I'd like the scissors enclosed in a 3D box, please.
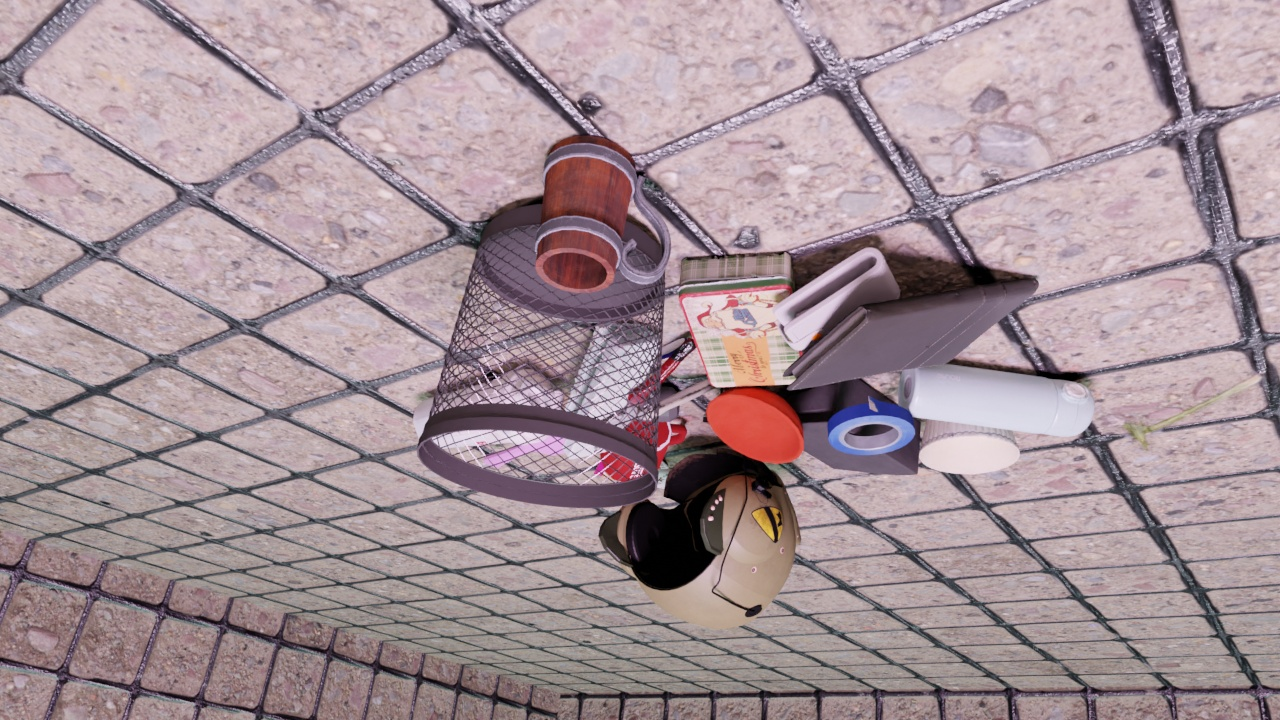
[{"bbox_3d":[0.022,0.043,1.087,0.179,0.015,0.199,-3,137,-36],"label":"scissors"}]

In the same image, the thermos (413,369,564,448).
[{"bbox_3d":[-0.197,0.068,1.194,0.221,0.099,0.099,-11,148,38],"label":"thermos"}]

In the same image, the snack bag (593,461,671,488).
[{"bbox_3d":[0.029,0.183,1.429,0.196,0.016,0.070,12,150,-10],"label":"snack bag"}]

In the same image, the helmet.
[{"bbox_3d":[0.094,0.216,1.203,0.251,0.255,0.232,-19,140,40],"label":"helmet"}]

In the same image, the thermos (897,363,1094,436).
[{"bbox_3d":[0.402,0.044,1.039,0.207,0.065,0.078,8,143,-2],"label":"thermos"}]

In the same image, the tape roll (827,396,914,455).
[{"bbox_3d":[0.259,0.078,1.034,0.091,0.016,0.093,21,142,-25],"label":"tape roll"}]

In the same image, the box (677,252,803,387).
[{"bbox_3d":[0.113,-0.037,0.971,0.118,0.050,0.206,0,152,14],"label":"box"}]

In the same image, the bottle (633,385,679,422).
[{"bbox_3d":[-0.006,0.054,1.164,0.112,0.046,0.047,2,152,8],"label":"bottle"}]

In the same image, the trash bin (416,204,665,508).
[{"bbox_3d":[-0.080,-0.001,0.875,0.218,0.227,0.218,6,156,3],"label":"trash bin"}]

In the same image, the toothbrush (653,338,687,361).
[{"bbox_3d":[-0.007,0.006,1.110,0.016,0.015,0.187,23,148,-37],"label":"toothbrush"}]

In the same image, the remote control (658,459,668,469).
[{"bbox_3d":[0.005,0.131,1.341,0.028,0.011,0.124,-7,149,24],"label":"remote control"}]

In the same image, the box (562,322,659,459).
[{"bbox_3d":[-0.038,0.037,1.078,0.083,0.067,0.199,10,133,-15],"label":"box"}]

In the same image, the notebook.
[{"bbox_3d":[0.262,-0.024,0.907,0.208,0.029,0.170,-6,157,-23],"label":"notebook"}]

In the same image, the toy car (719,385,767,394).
[{"bbox_3d":[0.124,0.042,1.124,0.040,0.037,0.092,13,151,-11],"label":"toy car"}]

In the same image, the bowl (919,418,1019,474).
[{"bbox_3d":[0.401,0.089,1.126,0.115,0.062,0.115,5,152,3],"label":"bowl"}]

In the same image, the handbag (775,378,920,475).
[{"bbox_3d":[0.223,0.093,1.176,0.175,0.072,0.196,30,149,-35],"label":"handbag"}]

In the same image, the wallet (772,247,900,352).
[{"bbox_3d":[0.195,-0.050,0.896,0.118,0.037,0.115,-34,152,13],"label":"wallet"}]

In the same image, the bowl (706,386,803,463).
[{"bbox_3d":[0.140,0.070,1.082,0.122,0.035,0.122,22,146,15],"label":"bowl"}]

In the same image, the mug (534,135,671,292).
[{"bbox_3d":[-0.031,-0.119,0.781,0.117,0.111,0.082,10,152,-6],"label":"mug"}]

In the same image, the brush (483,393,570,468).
[{"bbox_3d":[-0.148,0.104,1.291,0.089,0.043,0.229,26,146,-32],"label":"brush"}]

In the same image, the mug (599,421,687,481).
[{"bbox_3d":[0.007,0.104,1.227,0.116,0.080,0.097,-12,155,-14],"label":"mug"}]
